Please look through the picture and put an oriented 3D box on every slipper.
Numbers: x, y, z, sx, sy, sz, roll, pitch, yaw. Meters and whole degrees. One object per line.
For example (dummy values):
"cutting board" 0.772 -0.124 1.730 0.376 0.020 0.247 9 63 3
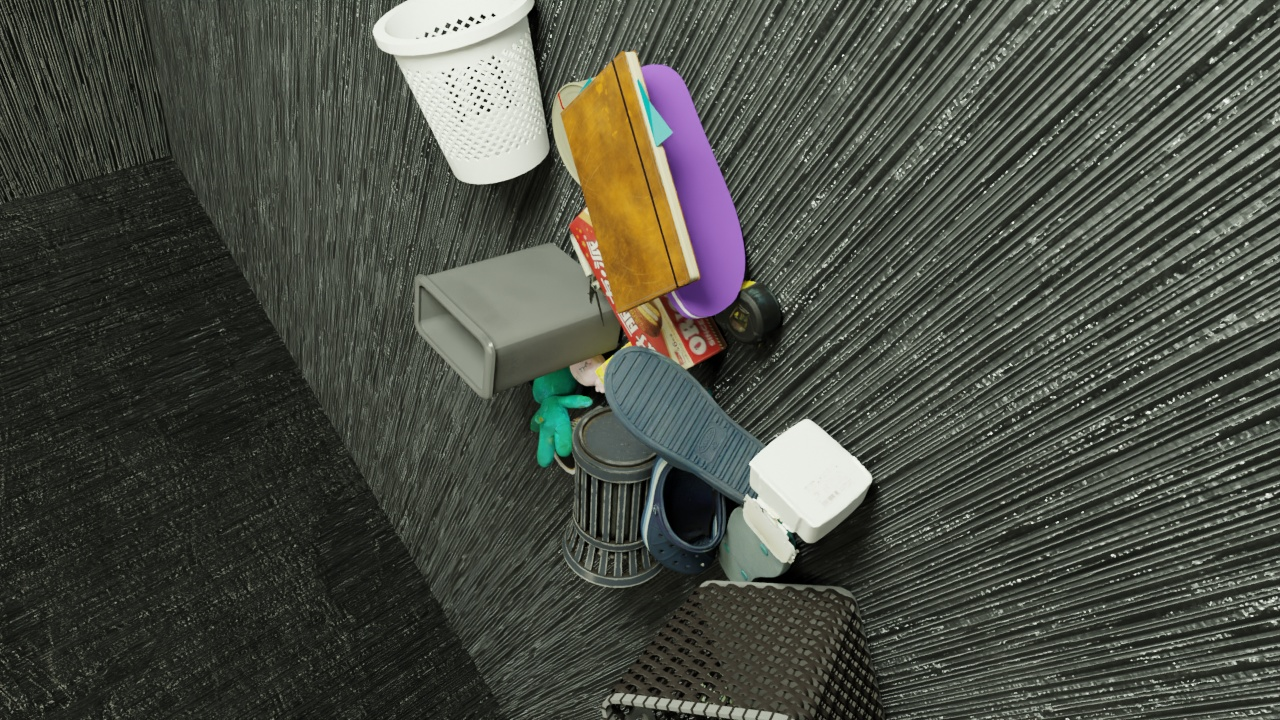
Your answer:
"slipper" 0.153 0.241 1.207 0.098 0.054 0.269 56 161 15
"slipper" 0.054 0.088 1.112 0.263 0.101 0.083 39 160 -12
"slipper" 0.061 0.211 1.224 0.095 0.105 0.253 -117 19 -47
"slipper" 0.027 -0.175 0.994 0.084 0.107 0.266 -10 99 58

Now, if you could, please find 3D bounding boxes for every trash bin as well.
"trash bin" -0.167 -0.063 1.260 0.192 0.219 0.098 40 136 33
"trash bin" -0.031 0.192 1.336 0.164 0.163 0.228 38 139 36
"trash bin" -0.204 -0.344 1.155 0.195 0.195 0.200 32 148 41

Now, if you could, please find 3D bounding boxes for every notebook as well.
"notebook" -0.014 -0.186 0.946 0.179 0.014 0.249 -18 88 61

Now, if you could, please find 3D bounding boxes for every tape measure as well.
"tape measure" 0.120 -0.052 1.015 0.071 0.042 0.072 48 145 29

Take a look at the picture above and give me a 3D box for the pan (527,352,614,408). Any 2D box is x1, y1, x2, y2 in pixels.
"pan" -0.101 -0.010 1.413 0.357 0.021 0.199 6 119 52

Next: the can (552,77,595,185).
"can" -0.034 -0.261 1.049 0.128 0.073 0.128 37 142 36

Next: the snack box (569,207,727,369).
"snack box" 0.006 -0.095 1.136 0.236 0.060 0.113 62 152 0

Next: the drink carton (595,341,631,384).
"drink carton" -0.007 0.007 1.248 0.058 0.042 0.135 59 144 5

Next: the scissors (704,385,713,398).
"scissors" 0.084 0.085 1.205 0.156 0.019 0.125 52 150 13

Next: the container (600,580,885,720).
"container" 0.141 0.431 1.104 0.246 0.242 0.247 -6 111 32

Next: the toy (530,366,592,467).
"toy" -0.132 0.063 1.379 0.131 0.072 0.193 -28 50 33

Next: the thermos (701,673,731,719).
"thermos" 0.155 0.463 1.347 0.082 0.082 0.232 50 148 20

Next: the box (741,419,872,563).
"box" 0.175 0.163 1.032 0.108 0.128 0.137 44 160 28

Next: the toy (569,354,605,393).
"toy" -0.083 0.003 1.339 0.110 0.047 0.064 49 143 25

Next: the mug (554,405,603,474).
"mug" -0.091 0.128 1.440 0.073 0.089 0.105 61 150 2

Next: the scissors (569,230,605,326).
"scissors" -0.060 -0.104 1.190 0.158 0.012 0.162 67 -170 15
